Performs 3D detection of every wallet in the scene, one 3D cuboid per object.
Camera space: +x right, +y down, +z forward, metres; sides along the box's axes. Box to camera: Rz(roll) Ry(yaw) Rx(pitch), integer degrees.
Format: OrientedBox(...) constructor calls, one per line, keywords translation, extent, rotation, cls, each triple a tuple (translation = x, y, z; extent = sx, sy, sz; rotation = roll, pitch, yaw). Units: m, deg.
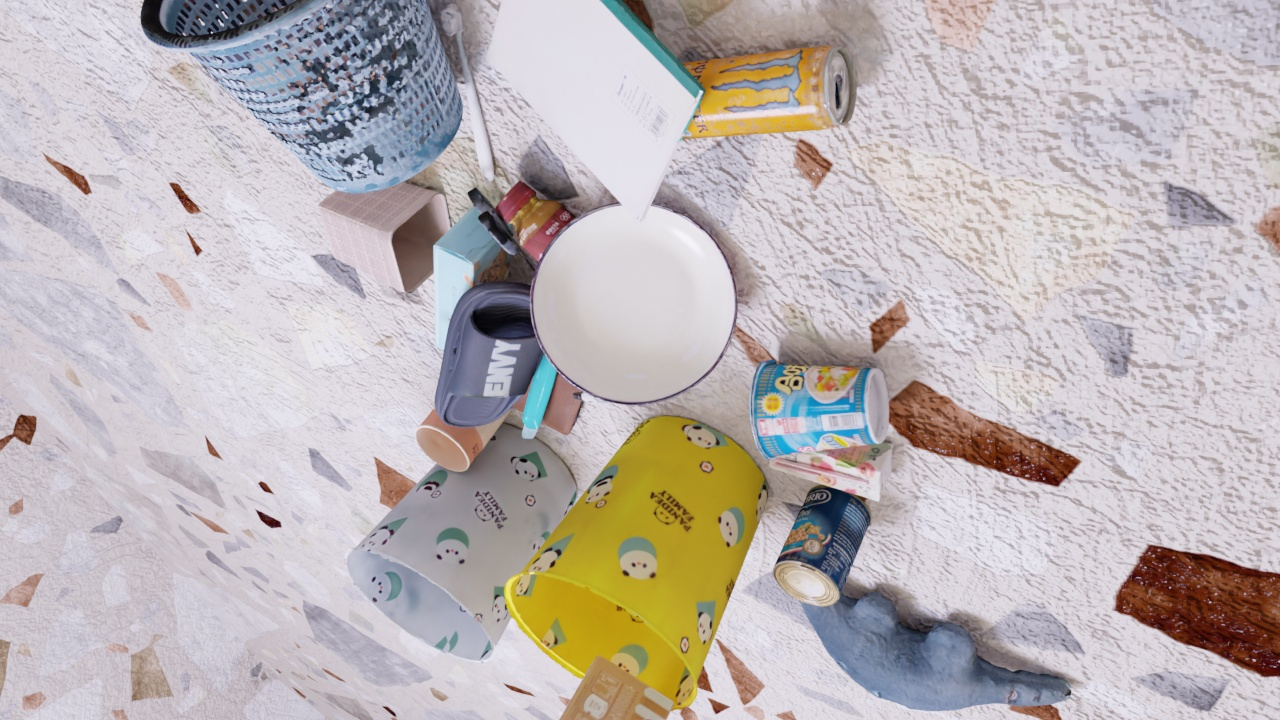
OrientedBox(translation=(-0.114, 0.033, 1.115), extent=(0.101, 0.032, 0.125), rotation=(28, 143, 3), cls="wallet")

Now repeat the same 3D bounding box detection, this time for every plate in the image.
OrientedBox(translation=(-0.006, -0.054, 0.862), extent=(0.192, 0.039, 0.192), rotation=(0, 105, 2), cls="plate")

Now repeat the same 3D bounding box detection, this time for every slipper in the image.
OrientedBox(translation=(-0.159, 0.017, 1.002), extent=(0.110, 0.083, 0.269), rotation=(0, 146, -25), cls="slipper")

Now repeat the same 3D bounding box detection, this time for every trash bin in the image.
OrientedBox(translation=(-0.224, 0.231, 1.229), extent=(0.230, 0.251, 0.230), rotation=(21, 142, 18), cls="trash bin")
OrientedBox(translation=(0.011, 0.214, 1.029), extent=(0.230, 0.254, 0.230), rotation=(21, 141, 18), cls="trash bin")
OrientedBox(translation=(-0.256, -0.260, 0.774), extent=(0.227, 0.226, 0.195), rotation=(12, 151, 27), cls="trash bin")

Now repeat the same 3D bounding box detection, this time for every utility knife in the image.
OrientedBox(translation=(-0.119, 0.036, 1.079), extent=(0.029, 0.013, 0.175), rotation=(25, 131, 4), cls="utility knife")

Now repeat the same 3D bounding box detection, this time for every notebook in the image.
OrientedBox(translation=(-0.044, -0.230, 0.731), extent=(0.209, 0.012, 0.151), rotation=(49, 145, 13), cls="notebook")

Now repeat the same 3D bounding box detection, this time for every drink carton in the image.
OrientedBox(translation=(0.192, 0.100, 0.941), extent=(0.123, 0.045, 0.054), rotation=(15, 140, 24), cls="drink carton")

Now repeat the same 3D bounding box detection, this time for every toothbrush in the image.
OrientedBox(translation=(-0.159, -0.243, 0.856), extent=(0.016, 0.016, 0.180), rotation=(22, 142, 25), cls="toothbrush")

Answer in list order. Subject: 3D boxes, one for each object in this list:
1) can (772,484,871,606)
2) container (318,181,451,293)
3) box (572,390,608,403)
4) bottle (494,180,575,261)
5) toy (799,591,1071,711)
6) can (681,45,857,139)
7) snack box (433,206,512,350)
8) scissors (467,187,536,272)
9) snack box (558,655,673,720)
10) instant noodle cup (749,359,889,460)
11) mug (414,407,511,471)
OrientedBox(translation=(0.197, 0.201, 0.993), extent=(0.075, 0.110, 0.075), rotation=(21, 141, 18), cls="can")
OrientedBox(translation=(-0.278, -0.143, 0.997), extent=(0.111, 0.089, 0.090), rotation=(22, 141, 20), cls="container")
OrientedBox(translation=(-0.004, 0.000, 0.980), extent=(0.164, 0.076, 0.086), rotation=(-13, 83, 44), cls="box")
OrientedBox(translation=(-0.065, -0.104, 0.902), extent=(0.175, 0.057, 0.058), rotation=(41, 143, -9), cls="bottle")
OrientedBox(translation=(0.317, 0.346, 1.093), extent=(0.356, 0.091, 0.138), rotation=(22, 114, 15), cls="toy")
OrientedBox(translation=(0.083, -0.199, 0.687), extent=(0.146, 0.058, 0.058), rotation=(5, 134, 33), cls="can")
OrientedBox(translation=(-0.185, -0.079, 1.007), extent=(0.051, 0.074, 0.175), rotation=(27, 143, 9), cls="snack box")
OrientedBox(translation=(-0.118, -0.103, 0.928), extent=(0.165, 0.014, 0.162), rotation=(55, -176, 0), cls="scissors")
OrientedBox(translation=(-0.034, 0.380, 0.954), extent=(0.094, 0.092, 0.077), rotation=(31, 143, 6), cls="snack box")
OrientedBox(translation=(0.171, 0.044, 0.864), extent=(0.110, 0.099, 0.099), rotation=(-4, 129, 30), cls="instant noodle cup")
OrientedBox(translation=(-0.236, 0.082, 1.195), extent=(0.081, 0.105, 0.115), rotation=(47, 142, -15), cls="mug")
